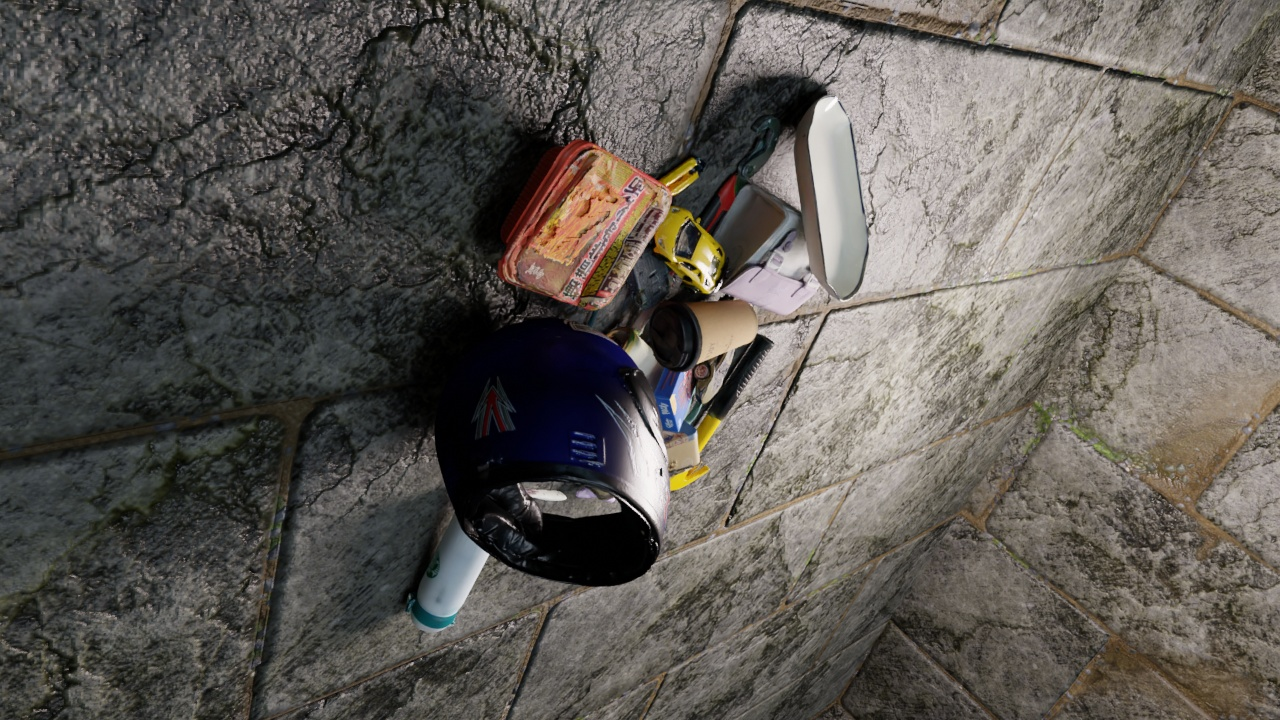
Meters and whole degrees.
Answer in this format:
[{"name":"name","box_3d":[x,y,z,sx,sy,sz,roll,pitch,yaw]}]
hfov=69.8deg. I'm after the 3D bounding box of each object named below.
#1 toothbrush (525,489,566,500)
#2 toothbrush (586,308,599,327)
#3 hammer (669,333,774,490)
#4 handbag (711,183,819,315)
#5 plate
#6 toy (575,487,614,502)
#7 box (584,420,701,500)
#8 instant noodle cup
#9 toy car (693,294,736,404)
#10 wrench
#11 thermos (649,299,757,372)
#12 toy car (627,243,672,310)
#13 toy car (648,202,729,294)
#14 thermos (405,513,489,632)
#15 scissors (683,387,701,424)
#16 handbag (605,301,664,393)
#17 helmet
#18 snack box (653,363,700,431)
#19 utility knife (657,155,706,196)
[{"name":"toothbrush","box_3d":[-0.165,0.187,1.267,0.017,0.016,0.187,-49,148,17]},{"name":"toothbrush","box_3d":[-0.071,-0.023,1.154,0.018,0.016,0.192,-15,136,-56]},{"name":"hammer","box_3d":[0.121,0.088,1.480,0.128,0.033,0.301,10,117,-54]},{"name":"handbag","box_3d":[0.180,-0.141,1.255,0.196,0.098,0.145,12,120,-53]},{"name":"plate","box_3d":[0.247,-0.210,1.203,0.161,0.034,0.266,-35,118,-50]},{"name":"toy","box_3d":[-0.041,0.165,1.364,0.083,0.039,0.108,23,100,-51]},{"name":"box","box_3d":[-0.010,0.136,1.294,0.184,0.090,0.061,-17,114,-24]},{"name":"instant noodle cup","box_3d":[-0.069,-0.146,0.966,0.165,0.079,0.188,-56,148,12]},{"name":"toy car","box_3d":[0.107,-0.015,1.282,0.070,0.042,0.158,26,77,-71]},{"name":"wrench","box_3d":[0.093,-0.190,1.167,0.274,0.016,0.056,-55,144,10]},{"name":"thermos","box_3d":[0.081,-0.038,1.182,0.143,0.093,0.093,-12,133,-38]},{"name":"toy car","box_3d":[0.004,-0.118,1.123,0.054,0.037,0.121,-37,136,-25]},{"name":"toy car","box_3d":[0.059,-0.134,1.118,0.156,0.041,0.071,38,72,-52]},{"name":"thermos","box_3d":[-0.244,0.267,1.205,0.073,0.073,0.225,-4,132,-48]},{"name":"scissors","box_3d":[0.038,0.062,1.369,0.177,0.019,0.171,-29,144,-25]},{"name":"handbag","box_3d":[-0.007,0.007,1.233,0.178,0.063,0.163,-60,149,-8]},{"name":"helmet","box_3d":[-0.088,0.091,1.037,0.248,0.239,0.315,-14,141,17]},{"name":"snack box","box_3d":[0.060,0.011,1.261,0.085,0.026,0.156,73,33,-54]},{"name":"utility knife","box_3d":[0.000,-0.178,1.071,0.202,0.015,0.033,-38,144,-14]}]
